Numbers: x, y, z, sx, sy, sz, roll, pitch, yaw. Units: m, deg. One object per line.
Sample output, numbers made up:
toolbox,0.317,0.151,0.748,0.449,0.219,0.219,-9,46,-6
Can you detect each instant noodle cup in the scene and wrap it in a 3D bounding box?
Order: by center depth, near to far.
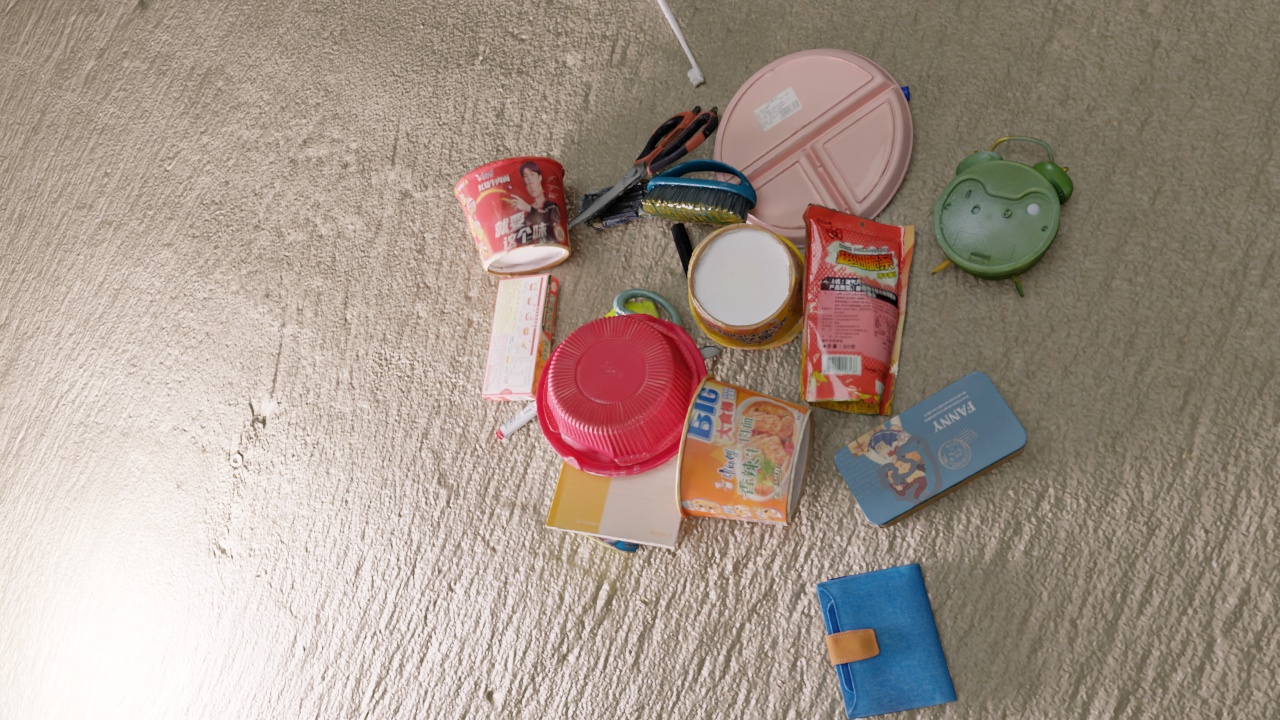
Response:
instant noodle cup,0.110,0.097,0.931,0.111,0.151,0.151,10,82,18
instant noodle cup,0.112,-0.082,0.970,0.138,0.109,0.138,-1,87,11
instant noodle cup,-0.026,0.023,0.976,0.194,0.066,0.193,-5,64,10
instant noodle cup,-0.148,-0.171,1.118,0.138,0.137,0.108,-17,79,20

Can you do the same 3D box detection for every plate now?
plate,0.185,-0.241,1.025,0.230,0.028,0.229,-3,83,26

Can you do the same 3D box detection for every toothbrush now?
toothbrush,0.041,-0.416,1.153,0.016,0.016,0.180,-30,68,21

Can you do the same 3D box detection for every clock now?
clock,0.363,-0.152,0.920,0.116,0.056,0.161,19,86,26

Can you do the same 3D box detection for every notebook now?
notebook,-0.010,0.095,0.998,0.146,0.010,0.205,6,63,17

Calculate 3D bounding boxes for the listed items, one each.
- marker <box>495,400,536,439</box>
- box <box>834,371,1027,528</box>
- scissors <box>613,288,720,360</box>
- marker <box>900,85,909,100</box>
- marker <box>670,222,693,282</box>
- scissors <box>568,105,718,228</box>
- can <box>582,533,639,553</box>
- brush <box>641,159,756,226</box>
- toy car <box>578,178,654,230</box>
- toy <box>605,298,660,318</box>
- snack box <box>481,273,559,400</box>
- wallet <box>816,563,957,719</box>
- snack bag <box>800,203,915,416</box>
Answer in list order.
marker,-0.118,0.050,1.111,0.145,0.017,0.017,-37,65,13
box,0.287,0.087,0.893,0.184,0.063,0.089,-36,66,15
scissors,-0.006,0.001,1.028,0.170,0.019,0.174,-33,65,-5
marker,0.228,-0.290,1.037,0.146,0.017,0.017,-3,76,24
marker,0.062,-0.099,1.063,0.020,0.022,0.132,-21,70,11
scissors,-0.005,-0.233,1.099,0.210,0.015,0.181,-16,43,26
can,-0.035,0.158,1.026,0.102,0.057,0.083,22,89,27
brush,0.069,-0.192,1.040,0.144,0.055,0.073,12,76,38
toy car,-0.024,-0.189,1.118,0.106,0.031,0.049,-9,70,17
toy,-0.016,-0.023,1.075,0.097,0.031,0.100,-28,72,13
snack box,-0.148,-0.028,1.128,0.077,0.027,0.155,-3,72,29
wallet,0.235,0.271,0.888,0.106,0.040,0.133,-16,71,16
snack bag,0.219,-0.051,0.942,0.128,0.073,0.207,9,80,-17
